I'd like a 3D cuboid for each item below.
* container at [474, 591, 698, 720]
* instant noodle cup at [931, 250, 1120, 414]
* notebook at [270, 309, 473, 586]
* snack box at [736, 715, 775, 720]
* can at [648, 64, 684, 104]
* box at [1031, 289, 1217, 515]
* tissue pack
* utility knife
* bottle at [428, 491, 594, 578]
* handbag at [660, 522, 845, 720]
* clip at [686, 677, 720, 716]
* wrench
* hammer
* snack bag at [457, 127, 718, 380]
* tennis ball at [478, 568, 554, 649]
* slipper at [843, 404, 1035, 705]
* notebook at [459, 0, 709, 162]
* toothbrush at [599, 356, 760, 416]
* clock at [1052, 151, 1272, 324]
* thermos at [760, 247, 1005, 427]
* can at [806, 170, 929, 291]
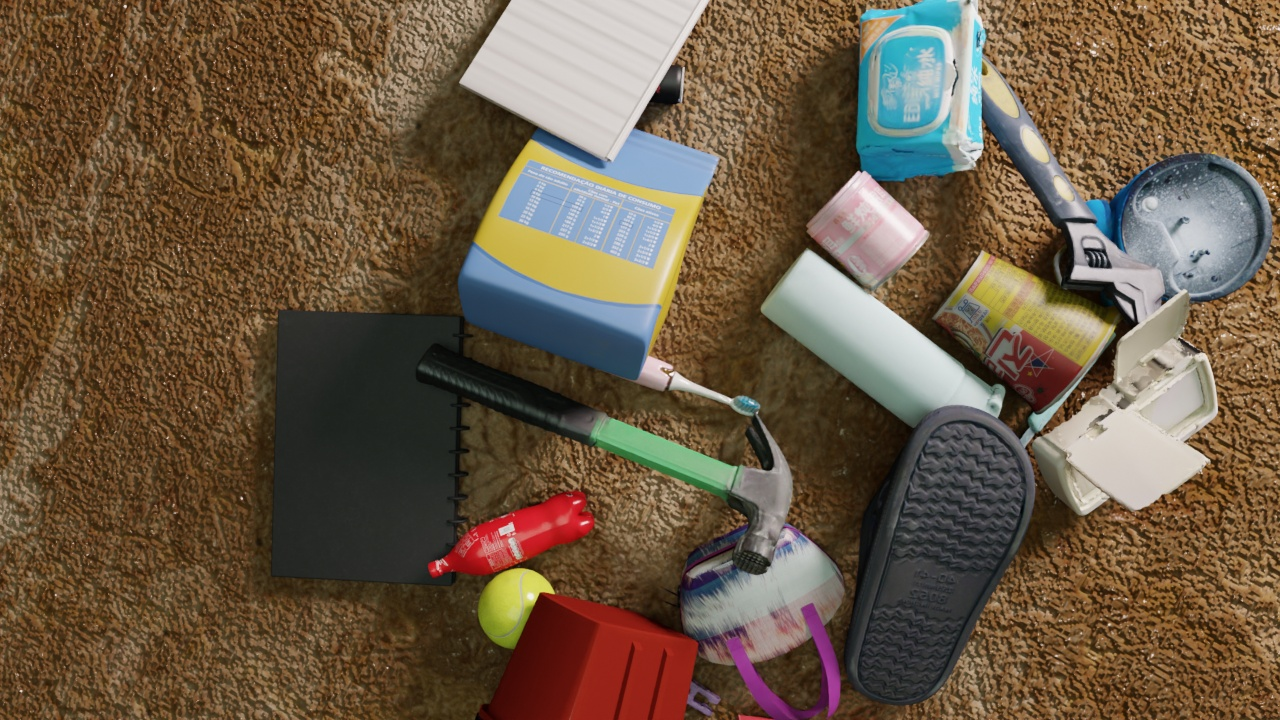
[{"bbox_3d":[-0.045,0.298,0.712,0.148,0.127,0.200,24,80,-39],"label":"container"},{"bbox_3d":[0.298,-0.028,0.732,0.112,0.100,0.100,34,92,10],"label":"instant noodle cup"},{"bbox_3d":[-0.232,0.075,0.792,0.169,0.019,0.231,2,91,4],"label":"notebook"},{"bbox_3d":[0.144,0.354,0.777,0.133,0.021,0.089,6,91,3],"label":"snack box"},{"bbox_3d":[-0.004,-0.234,0.768,0.080,0.031,0.031,6,91,3],"label":"can"},{"bbox_3d":[0.379,0.053,0.682,0.145,0.186,0.101,-41,56,5],"label":"box"},{"bbox_3d":[0.222,-0.216,0.729,0.093,0.061,0.144,1,92,30],"label":"tissue pack"},{"bbox_3d":[0.341,0.036,0.766,0.022,0.015,0.158,34,94,-30],"label":"utility knife"},{"bbox_3d":[-0.109,0.150,0.769,0.141,0.042,0.042,-21,90,-5],"label":"bottle"},{"bbox_3d":[0.110,0.226,0.762,0.144,0.068,0.170,-25,96,2],"label":"handbag"},{"bbox_3d":[0.044,0.283,0.786,0.052,0.013,0.036,29,93,0],"label":"clip"},{"bbox_3d":[0.321,-0.138,0.717,0.073,0.022,0.273,-18,69,-14],"label":"wrench"},{"bbox_3d":[-0.031,0.057,0.742,0.319,0.032,0.129,21,50,5],"label":"hammer"},{"bbox_3d":[-0.037,-0.108,0.746,0.159,0.102,0.204,19,68,2],"label":"snack bag"},{"bbox_3d":[-0.102,0.207,0.764,0.065,0.065,0.065,0,91,3],"label":"tennis ball"},{"bbox_3d":[0.233,0.154,0.747,0.110,0.083,0.268,11,110,0],"label":"slipper"},{"bbox_3d":[-0.034,-0.281,0.756,0.142,0.009,0.209,29,82,7],"label":"notebook"},{"bbox_3d":[-0.005,0.005,0.775,0.222,0.027,0.027,20,65,2],"label":"toothbrush"},{"bbox_3d":[0.414,-0.095,0.738,0.161,0.060,0.117,-26,91,4],"label":"clock"},{"bbox_3d":[0.197,-0.003,0.746,0.207,0.065,0.078,38,131,1],"label":"thermos"},{"bbox_3d":[0.183,-0.105,0.744,0.076,0.067,0.067,44,92,1],"label":"can"}]
